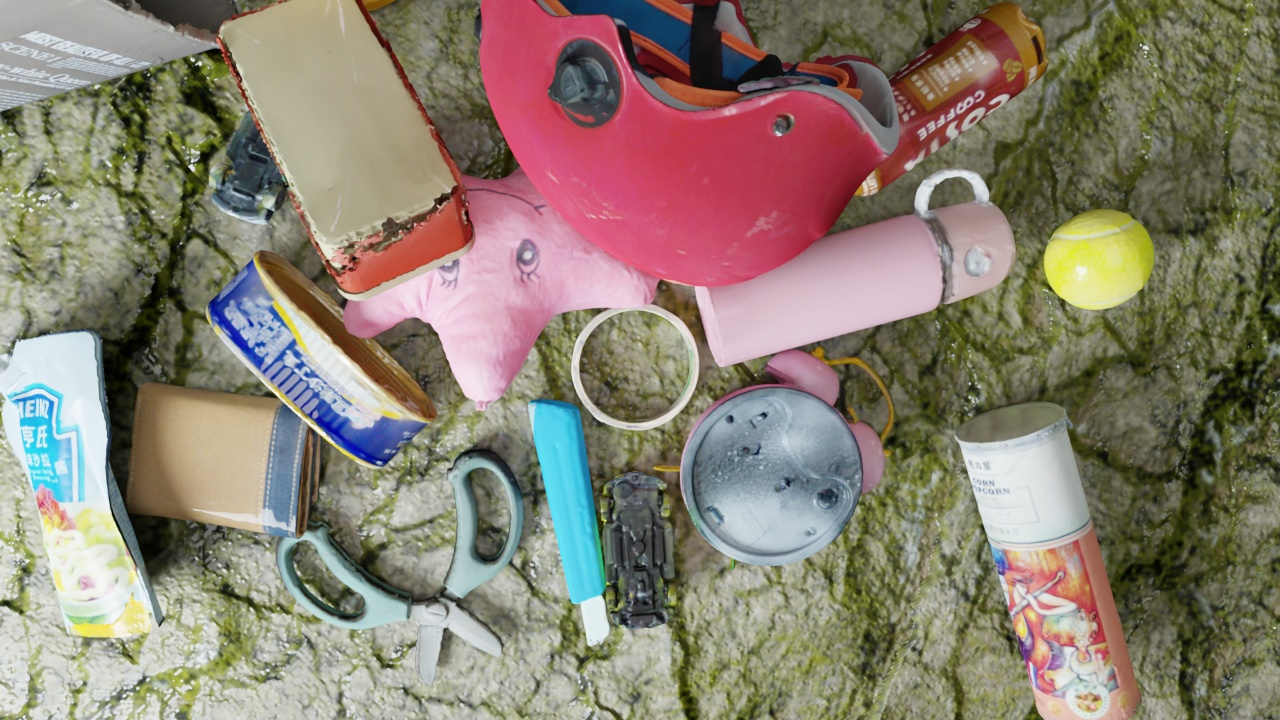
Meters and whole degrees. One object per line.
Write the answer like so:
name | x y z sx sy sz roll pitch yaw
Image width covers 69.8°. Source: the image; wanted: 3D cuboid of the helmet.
helmet | 0.010 -0.130 0.507 0.240 0.206 0.144 28 120 6

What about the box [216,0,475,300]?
box | -0.166 -0.127 0.507 0.091 0.077 0.168 -27 71 -12

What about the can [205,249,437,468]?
can | -0.197 0.001 0.571 0.049 0.074 0.148 -44 98 4

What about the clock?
clock | 0.098 0.060 0.609 0.158 0.060 0.117 -36 97 2

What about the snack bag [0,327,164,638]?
snack bag | -0.353 0.078 0.573 0.110 0.038 0.191 -3 102 36

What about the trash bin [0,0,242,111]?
trash bin | -0.369 -0.226 0.477 0.220 0.199 0.198 -21 98 5

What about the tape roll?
tape roll | -0.004 0.004 0.616 0.086 0.014 0.086 0 97 -4

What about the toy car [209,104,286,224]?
toy car | -0.232 -0.129 0.572 0.043 0.034 0.090 19 81 -2

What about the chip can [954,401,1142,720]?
chip can | 0.280 0.140 0.627 0.071 0.071 0.215 -20 99 -2

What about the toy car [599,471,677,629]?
toy car | -0.002 0.128 0.624 0.048 0.032 0.105 -4 86 -4

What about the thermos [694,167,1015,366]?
thermos | 0.135 -0.061 0.590 0.198 0.067 0.087 -16 111 -1

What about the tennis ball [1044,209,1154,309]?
tennis ball | 0.302 -0.066 0.605 0.065 0.065 0.065 -1 97 -5

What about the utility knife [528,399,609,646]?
utility knife | -0.045 0.112 0.625 0.034 0.018 0.179 -8 99 11

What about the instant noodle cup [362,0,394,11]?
instant noodle cup | -0.179 -0.272 0.518 0.118 0.114 0.118 -1 97 -5

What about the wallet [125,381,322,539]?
wallet | -0.267 0.064 0.592 0.115 0.033 0.090 7 94 0

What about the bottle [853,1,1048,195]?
bottle | 0.172 -0.156 0.588 0.175 0.057 0.057 -35 98 0

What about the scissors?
scissors | -0.147 0.127 0.619 0.170 0.019 0.179 33 92 -6

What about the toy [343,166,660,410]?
toy | -0.085 -0.056 0.566 0.194 0.075 0.178 -1 77 -2
